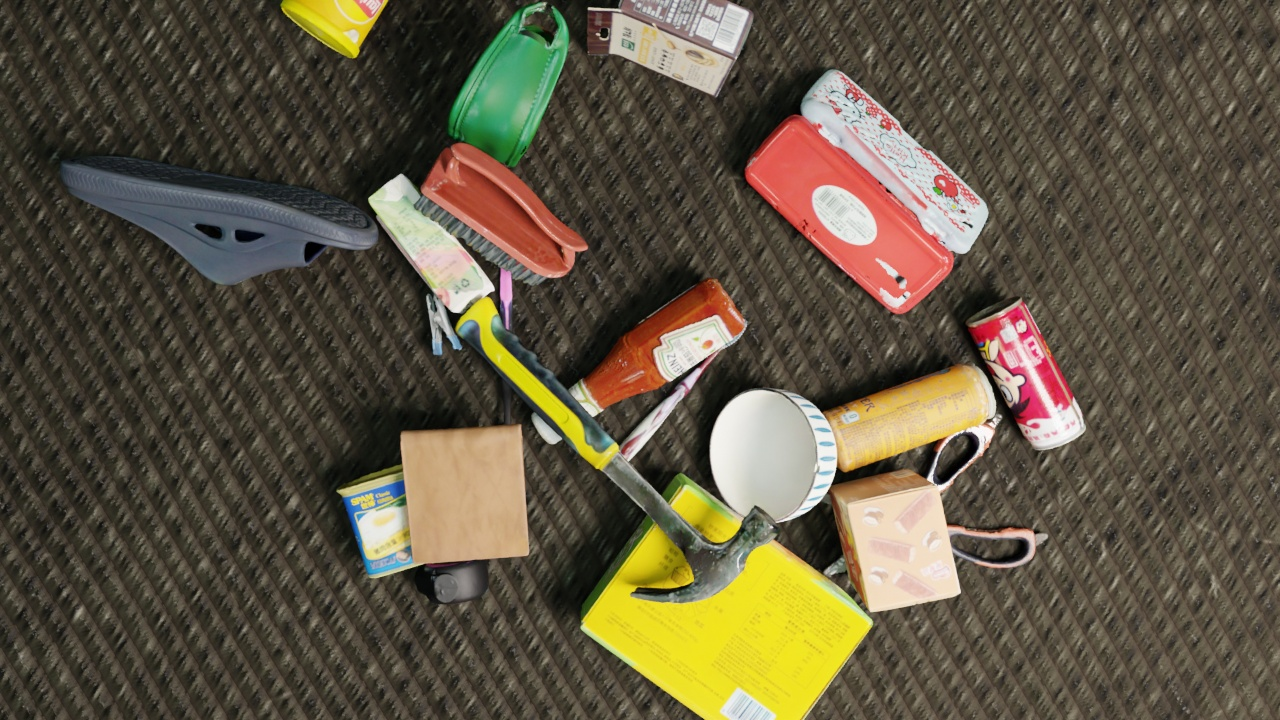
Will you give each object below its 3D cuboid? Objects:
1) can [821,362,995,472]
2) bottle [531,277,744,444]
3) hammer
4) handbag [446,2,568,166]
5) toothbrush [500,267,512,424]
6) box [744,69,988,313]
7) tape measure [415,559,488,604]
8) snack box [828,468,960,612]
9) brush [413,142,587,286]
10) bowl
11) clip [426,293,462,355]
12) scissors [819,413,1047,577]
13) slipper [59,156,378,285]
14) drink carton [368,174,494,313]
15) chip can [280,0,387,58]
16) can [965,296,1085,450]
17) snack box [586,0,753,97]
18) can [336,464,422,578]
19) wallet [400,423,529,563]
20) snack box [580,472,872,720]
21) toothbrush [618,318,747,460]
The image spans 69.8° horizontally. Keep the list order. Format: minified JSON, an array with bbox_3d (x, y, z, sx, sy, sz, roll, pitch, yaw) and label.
[{"bbox_3d":[0.238,0.051,0.826,0.146,0.058,0.058,-19,92,-2],"label":"can"},{"bbox_3d":[-0.005,0.005,0.814,0.206,0.059,0.060,-34,93,5],"label":"bottle"},{"bbox_3d":[-0.042,0.072,0.775,0.323,0.032,0.126,44,97,14],"label":"hammer"},{"bbox_3d":[-0.110,-0.230,0.769,0.068,0.131,0.120,23,86,-13],"label":"handbag"},{"bbox_3d":[-0.121,-0.001,0.833,0.014,0.018,0.189,-1,88,-4],"label":"toothbrush"},{"bbox_3d":[0.207,-0.154,0.818,0.201,0.074,0.154,41,85,-4],"label":"box"},{"bbox_3d":[-0.164,0.190,0.810,0.057,0.057,0.039,-8,93,-34],"label":"tape measure"},{"bbox_3d":[0.217,0.153,0.796,0.077,0.092,0.094,-13,91,3],"label":"snack box"},{"bbox_3d":[-0.115,-0.122,0.784,0.146,0.063,0.069,36,130,-22],"label":"brush"},{"bbox_3d":[0.125,0.082,0.806,0.066,0.117,0.116,2,91,-45],"label":"bowl"},{"bbox_3d":[-0.180,-0.034,0.822,0.043,0.027,0.058,-14,92,5],"label":"clip"},{"bbox_3d":[0.270,0.143,0.852,0.225,0.015,0.189,-44,93,0],"label":"scissors"},{"bbox_3d":[-0.354,-0.113,0.781,0.268,0.110,0.083,12,107,2],"label":"slipper"},{"bbox_3d":[-0.184,-0.099,0.805,0.045,0.053,0.122,-38,92,-1],"label":"drink carton"},{"bbox_3d":[-0.223,-0.370,0.789,0.072,0.072,0.213,31,89,-3],"label":"chip can"},{"bbox_3d":[0.350,0.012,0.832,0.053,0.053,0.133,-28,93,-2],"label":"can"},{"bbox_3d":[0.022,-0.277,0.780,0.125,0.113,0.053,23,89,-3],"label":"snack box"},{"bbox_3d":[-0.203,0.135,0.809,0.102,0.057,0.083,-16,94,-2],"label":"can"},{"bbox_3d":[-0.147,0.112,0.772,0.101,0.020,0.115,-3,98,-3],"label":"wallet"},{"bbox_3d":[0.073,0.224,0.816,0.210,0.070,0.157,36,89,-3],"label":"snack box"},{"bbox_3d":[0.034,0.032,0.836,0.016,0.017,0.187,42,88,-2],"label":"toothbrush"}]
